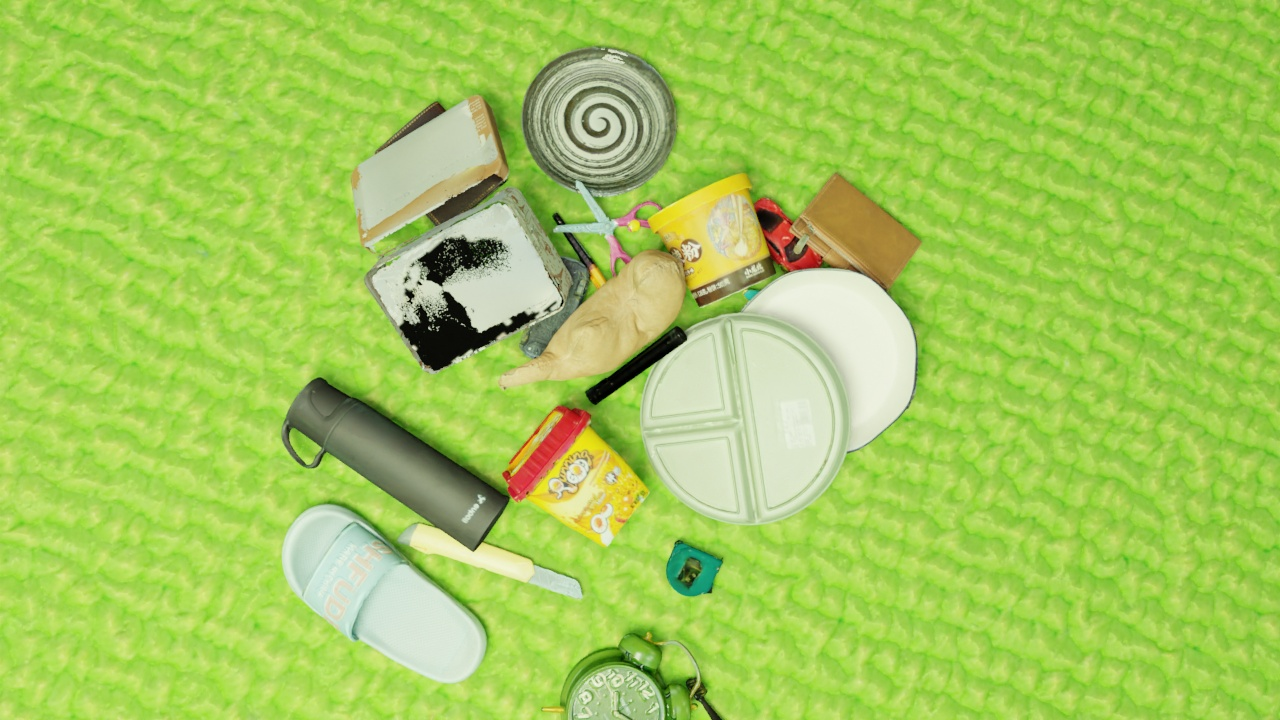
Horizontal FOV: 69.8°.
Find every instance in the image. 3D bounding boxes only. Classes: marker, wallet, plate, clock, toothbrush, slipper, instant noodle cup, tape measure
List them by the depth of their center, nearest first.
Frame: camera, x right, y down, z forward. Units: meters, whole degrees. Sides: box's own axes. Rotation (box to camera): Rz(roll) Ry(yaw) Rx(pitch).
[{"bbox_3d":[-0.269,0.249,0.950,0.245,0.074,0.104,36,83,0],"label":"slipper"},{"bbox_3d":[-0.012,0.355,0.961,0.161,0.056,0.116,-33,87,-7],"label":"clock"},{"bbox_3d":[-0.065,0.124,0.965,0.123,0.116,0.116,41,81,-9],"label":"instant noodle cup"},{"bbox_3d":[0.114,0.427,0.974,0.026,0.027,0.212,-31,84,-45],"label":"toothbrush"},{"bbox_3d":[0.107,0.064,0.979,0.230,0.027,0.230,1,94,16],"label":"plate"},{"bbox_3d":[-0.006,0.006,0.993,0.132,0.022,0.020,-36,44,22],"label":"marker"},{"bbox_3d":[0.056,0.229,0.997,0.058,0.025,0.054,23,81,0],"label":"tape measure"},{"bbox_3d":[0.084,-0.127,1.002,0.118,0.118,0.114,-24,93,-6],"label":"instant noodle cup"},{"bbox_3d":[0.195,0.001,1.005,0.205,0.045,0.205,0,94,5],"label":"plate"},{"bbox_3d":[-0.064,-0.115,1.036,0.015,0.018,0.124,-34,85,0],"label":"marker"},{"bbox_3d":[0.242,-0.138,1.036,0.130,0.035,0.118,40,64,1],"label":"wallet"},{"bbox_3d":[-0.227,-0.219,1.040,0.096,0.020,0.122,-41,88,-2],"label":"wallet"},{"bbox_3d":[-0.047,-0.272,1.056,0.179,0.024,0.179,1,81,-4],"label":"plate"}]

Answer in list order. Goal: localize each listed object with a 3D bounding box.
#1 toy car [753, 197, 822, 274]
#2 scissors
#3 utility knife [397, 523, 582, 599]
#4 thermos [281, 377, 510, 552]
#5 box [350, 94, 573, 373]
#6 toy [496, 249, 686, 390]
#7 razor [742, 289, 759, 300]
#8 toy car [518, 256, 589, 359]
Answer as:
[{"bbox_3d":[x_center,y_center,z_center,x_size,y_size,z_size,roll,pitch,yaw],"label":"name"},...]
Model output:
[{"bbox_3d":[0.163,-0.138,1.048,0.049,0.031,0.106,-45,89,-7],"label":"toy car"},{"bbox_3d":[-0.033,-0.142,1.031,0.133,0.017,0.131,-6,95,-20],"label":"scissors"},{"bbox_3d":[-0.160,0.216,0.988,0.208,0.021,0.031,18,83,6],"label":"utility knife"},{"bbox_3d":[-0.263,0.117,0.971,0.242,0.068,0.090,32,81,2],"label":"thermos"},{"bbox_3d":[-0.200,-0.136,0.962,0.179,0.132,0.271,-26,81,11],"label":"box"},{"bbox_3d":[-0.044,-0.028,0.961,0.226,0.143,0.082,-40,74,-4],"label":"toy"},{"bbox_3d":[0.178,-0.055,1.038,0.132,0.028,0.043,19,99,1],"label":"razor"},{"bbox_3d":[-0.095,-0.056,1.019,0.054,0.037,0.120,18,92,4],"label":"toy car"}]
